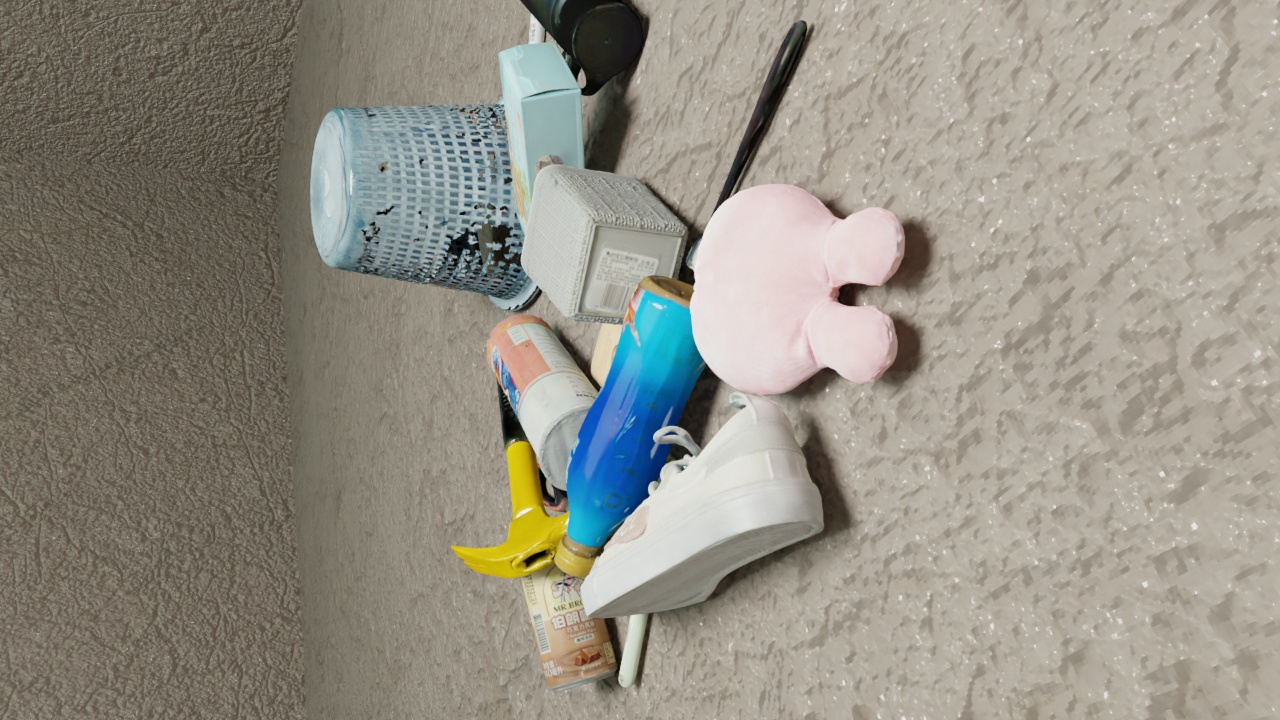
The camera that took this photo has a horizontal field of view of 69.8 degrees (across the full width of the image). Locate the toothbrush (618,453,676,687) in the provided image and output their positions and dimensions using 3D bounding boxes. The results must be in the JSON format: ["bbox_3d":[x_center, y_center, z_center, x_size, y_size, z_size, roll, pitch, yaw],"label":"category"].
[{"bbox_3d":[0.003,0.160,0.685,0.029,0.020,0.190,27,113,52],"label":"toothbrush"}]

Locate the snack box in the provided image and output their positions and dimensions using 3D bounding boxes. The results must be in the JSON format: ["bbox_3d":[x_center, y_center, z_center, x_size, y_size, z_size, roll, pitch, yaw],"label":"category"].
[{"bbox_3d":[-0.080,-0.169,0.771,0.175,0.051,0.074,90,162,-48],"label":"snack box"}]

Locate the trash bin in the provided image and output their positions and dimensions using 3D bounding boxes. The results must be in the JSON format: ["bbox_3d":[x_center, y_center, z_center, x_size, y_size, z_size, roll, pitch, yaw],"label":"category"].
[{"bbox_3d":[-0.213,-0.162,0.910,0.227,0.194,0.226,4,94,57],"label":"trash bin"}]

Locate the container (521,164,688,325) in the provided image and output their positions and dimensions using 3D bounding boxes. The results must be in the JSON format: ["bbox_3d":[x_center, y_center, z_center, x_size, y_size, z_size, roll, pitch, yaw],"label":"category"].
[{"bbox_3d":[-0.026,-0.082,0.669,0.114,0.090,0.090,-129,47,-58],"label":"container"}]

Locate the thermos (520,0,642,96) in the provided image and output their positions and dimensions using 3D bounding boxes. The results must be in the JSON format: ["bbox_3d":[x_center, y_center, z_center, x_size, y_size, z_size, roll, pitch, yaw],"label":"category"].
[{"bbox_3d":[-0.074,-0.313,0.805,0.090,0.068,0.242,-64,36,30],"label":"thermos"}]

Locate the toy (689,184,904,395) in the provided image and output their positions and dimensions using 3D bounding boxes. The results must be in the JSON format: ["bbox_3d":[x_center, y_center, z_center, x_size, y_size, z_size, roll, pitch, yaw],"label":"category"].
[{"bbox_3d":[0.083,-0.037,0.506,0.160,0.054,0.121,16,104,57],"label":"toy"}]

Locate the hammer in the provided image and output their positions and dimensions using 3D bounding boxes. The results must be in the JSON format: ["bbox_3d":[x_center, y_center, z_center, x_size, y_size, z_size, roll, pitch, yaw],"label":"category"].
[{"bbox_3d":[-0.108,0.082,0.822,0.033,0.129,0.300,57,-174,-30],"label":"hammer"}]

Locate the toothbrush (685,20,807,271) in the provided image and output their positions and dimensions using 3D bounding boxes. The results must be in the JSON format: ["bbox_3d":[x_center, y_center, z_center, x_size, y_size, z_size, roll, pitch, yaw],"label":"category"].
[{"bbox_3d":[0.067,-0.129,0.585,0.018,0.015,0.181,57,138,39],"label":"toothbrush"}]

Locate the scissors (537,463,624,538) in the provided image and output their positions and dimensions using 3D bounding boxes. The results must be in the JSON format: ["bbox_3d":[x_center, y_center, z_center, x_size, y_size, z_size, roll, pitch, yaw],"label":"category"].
[{"bbox_3d":[-0.067,0.147,0.826,0.227,0.015,0.189,29,114,60],"label":"scissors"}]

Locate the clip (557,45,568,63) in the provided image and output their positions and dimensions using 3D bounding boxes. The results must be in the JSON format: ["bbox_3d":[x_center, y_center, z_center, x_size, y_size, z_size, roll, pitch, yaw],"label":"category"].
[{"bbox_3d":[-0.086,-0.278,0.883,0.058,0.043,0.026,-42,49,45],"label":"clip"}]

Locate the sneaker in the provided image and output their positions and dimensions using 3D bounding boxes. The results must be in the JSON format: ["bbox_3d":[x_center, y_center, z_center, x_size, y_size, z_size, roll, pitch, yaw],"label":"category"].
[{"bbox_3d":[0.022,0.098,0.579,0.243,0.089,0.090,-48,46,51],"label":"sneaker"}]

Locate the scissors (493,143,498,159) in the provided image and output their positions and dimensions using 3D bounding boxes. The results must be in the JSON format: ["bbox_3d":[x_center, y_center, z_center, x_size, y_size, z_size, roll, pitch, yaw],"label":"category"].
[{"bbox_3d":[-0.120,-0.223,0.952,0.160,0.014,0.180,-30,64,58],"label":"scissors"}]

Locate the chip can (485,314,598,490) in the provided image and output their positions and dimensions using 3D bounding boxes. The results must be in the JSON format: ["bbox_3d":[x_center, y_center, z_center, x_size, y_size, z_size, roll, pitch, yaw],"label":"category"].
[{"bbox_3d":[-0.077,0.027,0.775,0.214,0.071,0.071,-131,49,-59],"label":"chip can"}]

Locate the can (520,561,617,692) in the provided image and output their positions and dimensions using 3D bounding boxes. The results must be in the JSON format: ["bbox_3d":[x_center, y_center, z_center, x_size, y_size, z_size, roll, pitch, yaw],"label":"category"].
[{"bbox_3d":[-0.061,0.205,0.749,0.059,0.058,0.116,-41,61,55],"label":"can"}]

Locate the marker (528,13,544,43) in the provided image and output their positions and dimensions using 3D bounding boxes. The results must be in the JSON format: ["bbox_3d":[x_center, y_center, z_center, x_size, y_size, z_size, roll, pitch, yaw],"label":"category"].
[{"bbox_3d":[-0.103,-0.347,0.922,0.017,0.017,0.145,18,105,62],"label":"marker"}]

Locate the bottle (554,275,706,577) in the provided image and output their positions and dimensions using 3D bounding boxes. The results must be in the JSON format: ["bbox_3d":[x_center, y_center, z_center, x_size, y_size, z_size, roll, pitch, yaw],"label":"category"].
[{"bbox_3d":[-0.010,0.051,0.630,0.065,0.065,0.219,46,118,54],"label":"bottle"}]

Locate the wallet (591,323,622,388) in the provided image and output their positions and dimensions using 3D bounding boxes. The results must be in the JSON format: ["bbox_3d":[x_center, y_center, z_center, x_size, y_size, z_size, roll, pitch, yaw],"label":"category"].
[{"bbox_3d":[-0.004,0.004,0.708,0.115,0.024,0.087,-129,42,-53],"label":"wallet"}]
